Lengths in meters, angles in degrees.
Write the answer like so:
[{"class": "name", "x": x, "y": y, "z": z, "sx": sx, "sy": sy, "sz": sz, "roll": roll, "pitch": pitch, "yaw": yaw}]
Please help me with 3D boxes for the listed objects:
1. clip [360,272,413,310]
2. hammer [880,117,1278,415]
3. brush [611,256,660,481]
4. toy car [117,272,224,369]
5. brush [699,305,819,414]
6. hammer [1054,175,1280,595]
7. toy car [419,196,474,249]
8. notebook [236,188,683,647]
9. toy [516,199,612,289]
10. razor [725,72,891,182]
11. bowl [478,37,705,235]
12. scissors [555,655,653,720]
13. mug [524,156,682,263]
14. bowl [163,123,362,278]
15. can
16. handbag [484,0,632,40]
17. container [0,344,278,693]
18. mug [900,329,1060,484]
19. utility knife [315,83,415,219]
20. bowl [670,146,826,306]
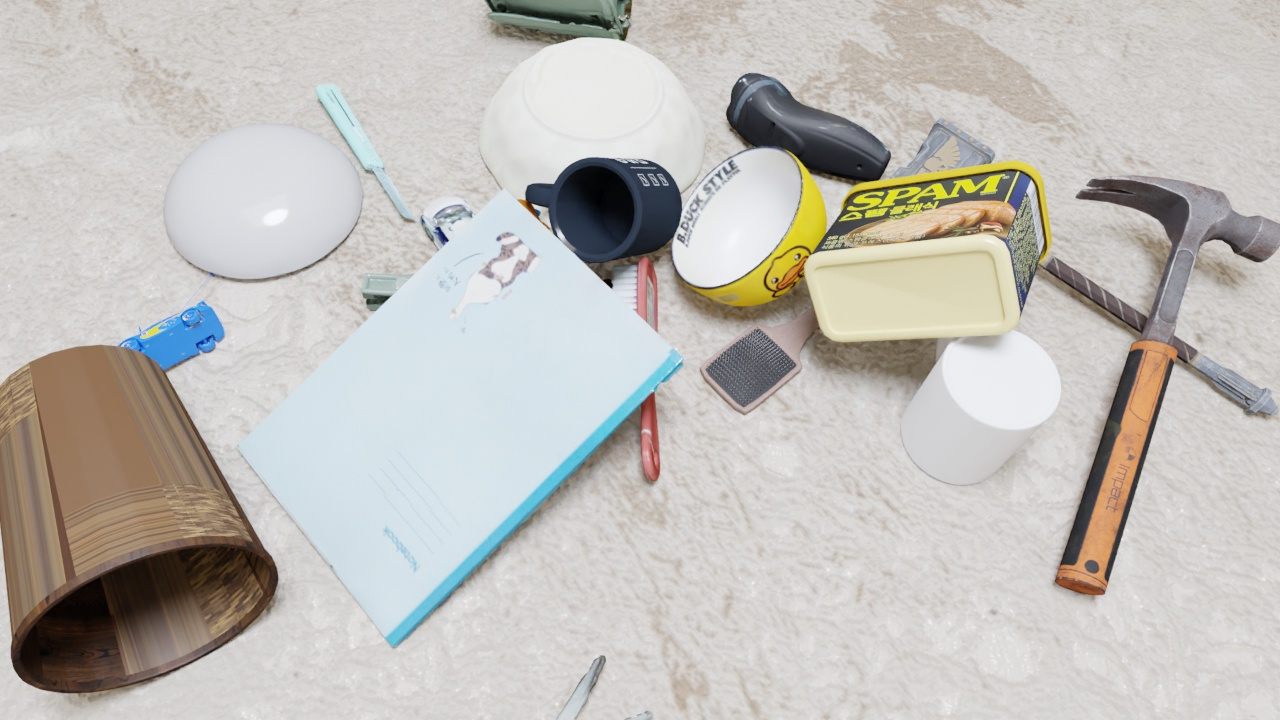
[{"class": "clip", "x": -0.165, "y": -0.050, "z": 0.674, "sx": 0.076, "sy": 0.042, "sz": 0.023, "roll": 1, "pitch": 62, "yaw": -2}, {"class": "hammer", "x": 0.331, "y": -0.060, "z": 0.696, "sx": 0.322, "sy": 0.044, "sz": 0.098, "roll": 38, "pitch": 66, "yaw": 15}, {"class": "brush", "x": -0.004, "y": 0.004, "z": 0.648, "sx": 0.030, "sy": 0.041, "sz": 0.172, "roll": -8, "pitch": 62, "yaw": 13}, {"class": "toy car", "x": -0.337, "y": -0.028, "z": 0.657, "sx": 0.091, "sy": 0.033, "sz": 0.062, "roll": -33, "pitch": 51, "yaw": -24}, {"class": "brush", "x": 0.107, "y": -0.017, "z": 0.673, "sx": 0.135, "sy": 0.015, "sz": 0.050, "roll": -37, "pitch": 69, "yaw": -20}, {"class": "hammer", "x": 0.335, "y": 0.007, "z": 0.631, "sx": 0.138, "sy": 0.035, "sz": 0.313, "roll": 25, "pitch": 72, "yaw": 7}, {"class": "toy car", "x": -0.136, "y": -0.094, "z": 0.700, "sx": 0.038, "sy": 0.027, "sz": 0.089, "roll": -31, "pitch": 66, "yaw": -16}, {"class": "notebook", "x": -0.121, "y": 0.029, "z": 0.597, "sx": 0.253, "sy": 0.009, "sz": 0.181, "roll": -45, "pitch": 72, "yaw": -4}, {"class": "toy", "x": -0.066, "y": -0.078, "z": 0.677, "sx": 0.102, "sy": 0.071, "sz": 0.090, "roll": 0, "pitch": 57, "yaw": -39}, {"class": "razor", "x": 0.139, "y": -0.190, "z": 0.753, "sx": 0.140, "sy": 0.053, "sz": 0.063, "roll": 26, "pitch": 56, "yaw": 9}, {"class": "bowl", "x": -0.039, "y": -0.201, "z": 0.746, "sx": 0.188, "sy": 0.060, "sz": 0.218, "roll": 6, "pitch": 61, "yaw": 1}, {"class": "scissors", "x": -0.075, "y": 0.234, "z": 0.527, "sx": 0.158, "sy": 0.014, "sz": 0.141, "roll": 9, "pitch": 64, "yaw": 3}, {"class": "mug", "x": -0.032, "y": -0.113, "z": 0.663, "sx": 0.105, "sy": 0.071, "sz": 0.077, "roll": 15, "pitch": 17, "yaw": 21}, {"class": "bowl", "x": -0.293, "y": -0.135, "z": 0.704, "sx": 0.149, "sy": 0.043, "sz": 0.149, "roll": 2, "pitch": 59, "yaw": -3}, {"class": "can", "x": 0.188, "y": -0.069, "z": 0.605, "sx": 0.135, "sy": 0.075, "sz": 0.104, "roll": -2, "pitch": 32, "yaw": 35}, {"class": "handbag", "x": -0.071, "y": -0.320, "z": 0.786, "sx": 0.122, "sy": 0.106, "sz": 0.067, "roll": 10, "pitch": 84, "yaw": 4}, {"class": "container", "x": -0.309, "y": 0.084, "z": 0.542, "sx": 0.132, "sy": 0.132, "sz": 0.167, "roll": -28, "pitch": 60, "yaw": -17}, {"class": "mug", "x": 0.222, "y": 0.016, "z": 0.617, "sx": 0.074, "sy": 0.091, "sz": 0.110, "roll": 0, "pitch": 61, "yaw": -3}, {"class": "utility knife", "x": -0.224, "y": -0.170, "z": 0.747, "sx": 0.022, "sy": 0.015, "sz": 0.165, "roll": -11, "pitch": 58, "yaw": -45}, {"class": "bowl", "x": 0.088, "y": -0.089, "z": 0.672, "sx": 0.118, "sy": 0.067, "sz": 0.117, "roll": -26, "pitch": 49, "yaw": 34}]
